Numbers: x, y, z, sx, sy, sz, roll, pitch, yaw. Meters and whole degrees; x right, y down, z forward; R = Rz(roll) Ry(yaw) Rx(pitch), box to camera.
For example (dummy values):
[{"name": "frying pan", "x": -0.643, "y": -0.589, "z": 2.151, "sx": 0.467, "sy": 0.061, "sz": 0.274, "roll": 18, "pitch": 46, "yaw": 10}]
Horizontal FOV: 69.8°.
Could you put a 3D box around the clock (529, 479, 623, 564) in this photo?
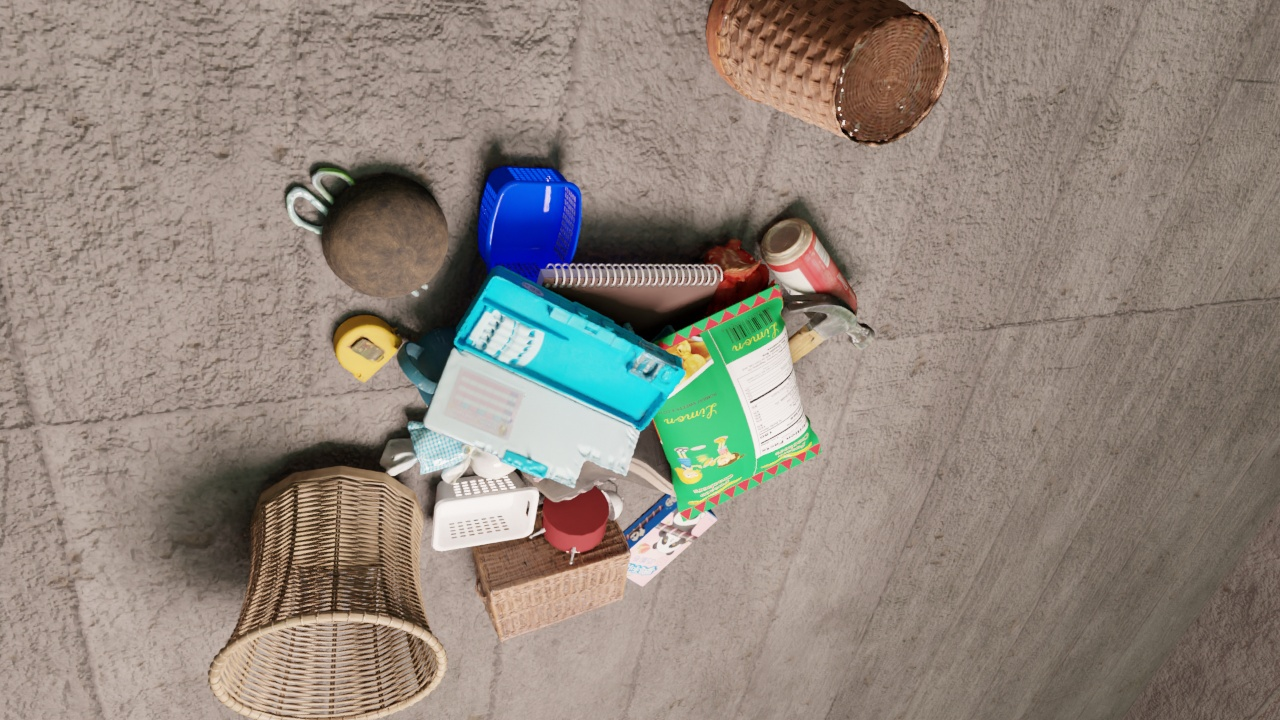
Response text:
[{"name": "clock", "x": -0.077, "y": 0.191, "z": 1.165, "sx": 0.124, "sy": 0.087, "sz": 0.044, "roll": -47, "pitch": 159, "yaw": -39}]

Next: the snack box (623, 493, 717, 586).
[{"name": "snack box", "x": 0.028, "y": 0.254, "z": 1.323, "sx": 0.154, "sy": 0.033, "sz": 0.088, "roll": -42, "pitch": 133, "yaw": 6}]

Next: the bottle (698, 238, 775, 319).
[{"name": "bottle", "x": 0.114, "y": -0.081, "z": 1.075, "sx": 0.098, "sy": 0.099, "sz": 0.111, "roll": -13, "pitch": 129, "yaw": -20}]

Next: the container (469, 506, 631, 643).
[{"name": "container", "x": -0.119, "y": 0.269, "z": 1.201, "sx": 0.198, "sy": 0.113, "sz": 0.113, "roll": -13, "pitch": 132, "yaw": -18}]

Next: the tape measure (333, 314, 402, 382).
[{"name": "tape measure", "x": -0.285, "y": -0.017, "z": 0.951, "sx": 0.068, "sy": 0.030, "sz": 0.059, "roll": -42, "pitch": 135, "yaw": 5}]

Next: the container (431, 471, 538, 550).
[{"name": "container", "x": -0.197, "y": 0.182, "z": 1.134, "sx": 0.129, "sy": 0.049, "sz": 0.081, "roll": -5, "pitch": 126, "yaw": -26}]

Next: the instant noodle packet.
[{"name": "instant noodle packet", "x": 0.102, "y": 0.057, "z": 1.070, "sx": 0.195, "sy": 0.090, "sz": 0.253, "roll": -25, "pitch": 123, "yaw": -7}]

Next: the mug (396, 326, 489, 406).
[{"name": "mug", "x": -0.206, "y": 0.020, "z": 0.971, "sx": 0.112, "sy": 0.104, "sz": 0.084, "roll": 29, "pitch": 107, "yaw": -41}]

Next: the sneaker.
[{"name": "sneaker", "x": -0.032, "y": 0.133, "z": 1.143, "sx": 0.234, "sy": 0.095, "sz": 0.120, "roll": 19, "pitch": 137, "yaw": -43}]

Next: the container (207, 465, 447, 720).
[{"name": "container", "x": -0.327, "y": 0.250, "z": 0.986, "sx": 0.227, "sy": 0.196, "sz": 0.227, "roll": -8, "pitch": 136, "yaw": -7}]

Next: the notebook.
[{"name": "notebook", "x": -0.029, "y": -0.039, "z": 1.014, "sx": 0.208, "sy": 0.022, "sz": 0.172, "roll": -3, "pitch": 137, "yaw": -27}]

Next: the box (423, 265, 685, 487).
[{"name": "box", "x": -0.088, "y": 0.027, "z": 0.944, "sx": 0.227, "sy": 0.074, "sz": 0.181, "roll": 26, "pitch": 93, "yaw": -21}]

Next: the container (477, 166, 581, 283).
[{"name": "container", "x": -0.116, "y": -0.139, "z": 0.931, "sx": 0.096, "sy": 0.058, "sz": 0.114, "roll": -4, "pitch": 125, "yaw": -26}]

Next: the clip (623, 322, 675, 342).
[{"name": "clip", "x": -0.024, "y": 0.007, "z": 1.036, "sx": 0.113, "sy": 0.028, "sz": 0.127, "roll": -3, "pitch": 139, "yaw": -24}]

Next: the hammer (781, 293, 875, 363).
[{"name": "hammer", "x": 0.131, "y": 0.032, "z": 1.168, "sx": 0.331, "sy": 0.033, "sz": 0.132, "roll": -39, "pitch": 131, "yaw": 21}]

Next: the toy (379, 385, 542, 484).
[{"name": "toy", "x": -0.195, "y": 0.107, "z": 1.057, "sx": 0.205, "sy": 0.131, "sz": 0.106, "roll": -11, "pitch": 150, "yaw": -6}]

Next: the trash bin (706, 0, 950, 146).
[{"name": "trash bin", "x": 0.176, "y": -0.291, "z": 0.872, "sx": 0.151, "sy": 0.210, "sz": 0.151, "roll": -15, "pitch": 130, "yaw": -18}]

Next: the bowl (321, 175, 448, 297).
[{"name": "bowl", "x": -0.235, "y": -0.109, "z": 0.876, "sx": 0.121, "sy": 0.056, "sz": 0.121, "roll": -20, "pitch": 129, "yaw": -26}]

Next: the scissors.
[{"name": "scissors", "x": -0.264, "y": -0.119, "z": 0.897, "sx": 0.072, "sy": 0.033, "sz": 0.175, "roll": -42, "pitch": 137, "yaw": 2}]

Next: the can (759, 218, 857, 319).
[{"name": "can", "x": 0.211, "y": -0.102, "z": 1.131, "sx": 0.067, "sy": 0.067, "sz": 0.170, "roll": -42, "pitch": 133, "yaw": 5}]
